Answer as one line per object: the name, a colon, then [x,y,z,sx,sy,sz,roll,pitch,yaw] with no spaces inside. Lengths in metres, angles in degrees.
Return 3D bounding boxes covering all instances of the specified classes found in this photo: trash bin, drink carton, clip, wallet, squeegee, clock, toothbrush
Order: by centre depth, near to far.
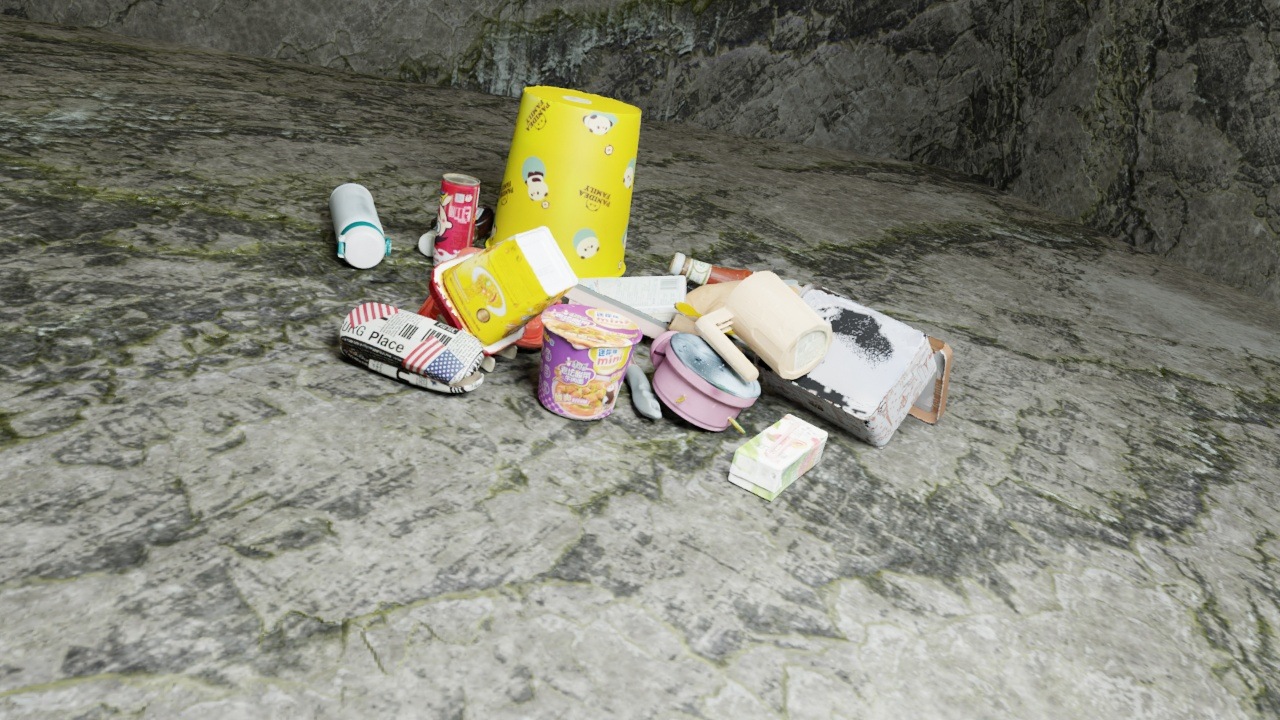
drink carton: [0.144,0.097,0.945,0.053,0.046,0.122,25,26,26]
clock: [0.068,0.016,1.041,0.117,0.060,0.158,24,24,-19]
clip: [-0.197,-0.022,1.070,0.097,0.034,0.061,24,23,13]
squeegee: [-0.006,0.006,1.091,0.247,0.040,0.249,24,24,-22]
wallet: [0.087,-0.020,1.152,0.115,0.033,0.090,30,5,-1]
toothbrush: [0.114,-0.041,1.220,0.191,0.016,0.018,23,1,-36]
trash bin: [-0.112,-0.281,1.440,0.229,0.256,0.229,10,23,-5]

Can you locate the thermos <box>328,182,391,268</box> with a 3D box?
thermos: [-0.407,-0.194,1.326,0.073,0.073,0.224,2,25,-23]

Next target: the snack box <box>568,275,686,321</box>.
snack box: [-0.017,-0.083,1.244,0.157,0.027,0.084,-2,34,6]

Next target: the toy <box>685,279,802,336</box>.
toy: [0.129,-0.075,1.303,0.226,0.082,0.143,4,15,10]

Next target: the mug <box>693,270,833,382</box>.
mug: [0.141,-0.033,1.047,0.124,0.084,0.103,-24,50,-21]

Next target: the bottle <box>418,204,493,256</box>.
bottle: [-0.293,-0.205,1.441,0.080,0.044,0.194,7,23,9]

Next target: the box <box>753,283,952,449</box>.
box: [0.270,0.019,1.137,0.183,0.156,0.192,31,-13,37]

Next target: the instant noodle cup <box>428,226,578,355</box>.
instant noodle cup: [-0.147,-0.083,1.015,0.124,0.116,0.116,-28,4,28]

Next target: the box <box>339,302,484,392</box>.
box: [-0.243,-0.018,0.971,0.163,0.081,0.074,21,29,13]

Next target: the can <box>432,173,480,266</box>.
can: [-0.265,-0.197,1.317,0.053,0.133,0.053,11,23,-5]

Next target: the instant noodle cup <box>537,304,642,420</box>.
instant noodle cup: [-0.062,0.004,0.989,0.111,0.099,0.111,13,23,-5]

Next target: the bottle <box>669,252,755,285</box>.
bottle: [0.144,-0.114,1.396,0.206,0.060,0.059,20,22,-6]

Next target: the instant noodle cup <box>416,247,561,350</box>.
instant noodle cup: [-0.184,-0.086,1.168,0.164,0.079,0.188,11,21,-4]

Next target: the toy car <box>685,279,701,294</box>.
toy car: [0.099,-0.113,1.441,0.049,0.031,0.106,27,38,23]
